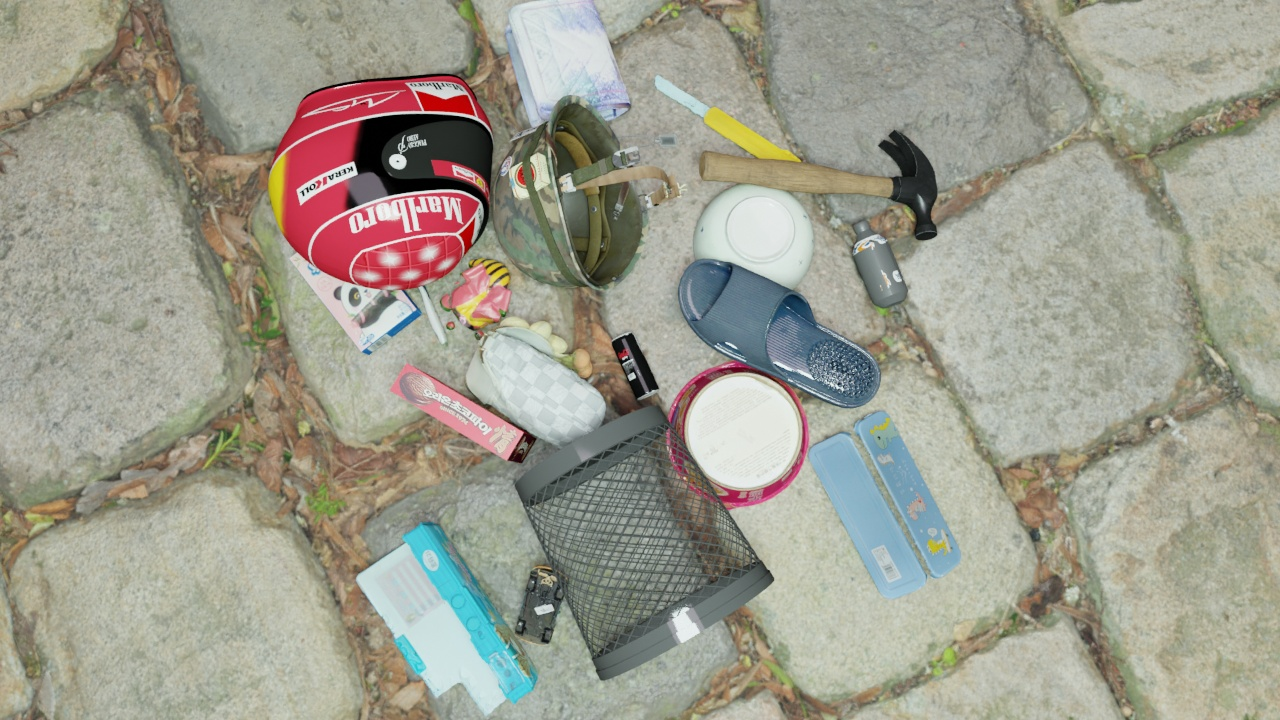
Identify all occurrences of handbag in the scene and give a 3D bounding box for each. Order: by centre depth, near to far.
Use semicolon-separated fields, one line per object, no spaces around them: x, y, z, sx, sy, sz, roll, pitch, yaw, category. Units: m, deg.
-0.115;0.025;1.092;0.171;0.113;0.123;35;61;-3;handbag
-0.094;-0.375;1.168;0.126;0.069;0.158;-16;83;-16;handbag

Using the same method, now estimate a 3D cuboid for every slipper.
0.159;-0.032;1.050;0.263;0.082;0.101;32;81;5;slipper

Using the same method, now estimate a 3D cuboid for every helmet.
-0.284;-0.195;1.063;0.270;0.198;0.224;-15;69;-21;helmet
-0.062;-0.195;1.069;0.237;0.192;0.224;7;97;31;helmet

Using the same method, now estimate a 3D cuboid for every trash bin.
-0.004;0.195;1.020;0.217;0.218;0.227;-29;79;-4;trash bin

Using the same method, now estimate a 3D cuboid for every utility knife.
0.113;-0.302;1.178;0.227;0.019;0.030;34;78;0;utility knife

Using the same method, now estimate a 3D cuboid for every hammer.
0.218;-0.225;1.114;0.305;0.040;0.132;3;72;-16;hammer

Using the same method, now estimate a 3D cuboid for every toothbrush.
-0.284;-0.101;1.156;0.017;0.016;0.189;-27;83;7;toothbrush

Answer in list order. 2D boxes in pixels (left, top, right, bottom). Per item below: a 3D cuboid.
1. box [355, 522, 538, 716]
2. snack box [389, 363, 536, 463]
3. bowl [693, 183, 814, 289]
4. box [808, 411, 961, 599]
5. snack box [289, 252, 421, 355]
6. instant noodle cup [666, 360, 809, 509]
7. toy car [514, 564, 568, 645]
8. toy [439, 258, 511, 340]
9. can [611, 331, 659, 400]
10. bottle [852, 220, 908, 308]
-0.229;0.311;1.062;0.117;0.097;0.227;-35;84;-6;box
-0.202;0.065;1.074;0.152;0.133;0.035;30;83;4;snack box
0.144;-0.152;1.132;0.153;0.073;0.153;0;82;-1;bowl
0.297;0.172;1.102;0.122;0.047;0.209;-27;85;-2;box
-0.355;-0.093;1.146;0.088;0.033;0.154;-39;84;-5;snack box
0.120;0.087;1.098;0.178;0.078;0.178;0;83;0;instant noodle cup
-0.114;0.283;1.090;0.047;0.047;0.112;18;112;3;toy car
-0.199;-0.080;1.140;0.084;0.046;0.103;17;78;16;toy
-0.007;0.007;1.132;0.031;0.031;0.080;-24;83;-3;can
0.294;-0.120;1.140;0.047;0.047;0.112;-21;83;-3;bottle
